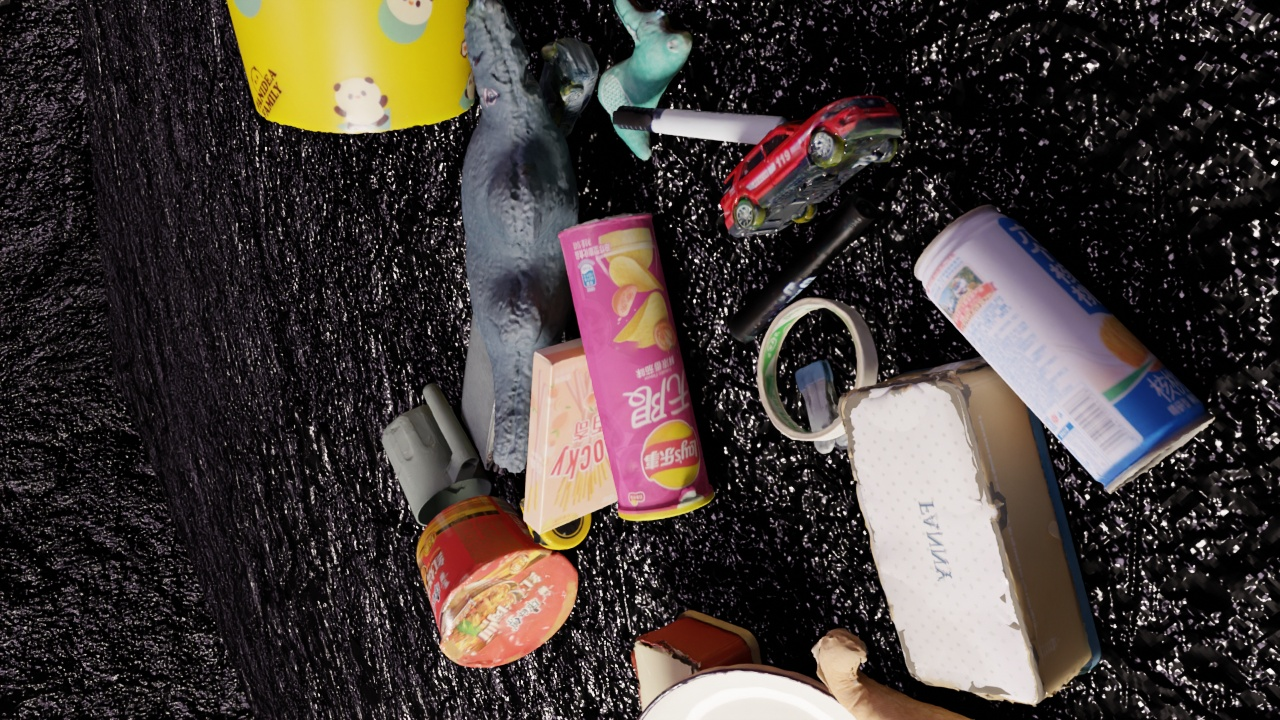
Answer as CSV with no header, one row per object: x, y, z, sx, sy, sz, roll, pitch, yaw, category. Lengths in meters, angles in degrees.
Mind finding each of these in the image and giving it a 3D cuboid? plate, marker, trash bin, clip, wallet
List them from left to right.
-0.228,-0.331,0.722,0.230,0.229,0.256,34,134,42,trash bin
-0.138,0.030,0.875,0.106,0.037,0.130,53,139,43,wallet
0.036,-0.147,0.573,0.131,0.022,0.018,16,119,36,marker
0.084,0.287,0.616,0.193,0.039,0.192,3,102,16,plate
0.094,-0.053,0.554,0.132,0.020,0.022,-49,48,48,marker
0.111,0.029,0.562,0.025,0.029,0.057,-28,74,48,clip

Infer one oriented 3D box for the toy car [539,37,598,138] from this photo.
-0.057,-0.202,0.686,0.043,0.034,0.091,61,156,11,toy car

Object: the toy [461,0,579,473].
-0.094,-0.093,0.699,0.137,0.091,0.357,-78,-10,-62,toy

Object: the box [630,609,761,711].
0.043,0.288,0.696,0.091,0.076,0.168,2,104,52,box

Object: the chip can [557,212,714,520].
-0.004,0.004,0.659,0.072,0.071,0.210,-8,96,53,chip can

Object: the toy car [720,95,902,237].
0.090,-0.109,0.511,0.121,0.052,0.045,-33,74,54,toy car

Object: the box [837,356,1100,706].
0.170,0.092,0.477,0.090,0.059,0.184,-11,96,54,box

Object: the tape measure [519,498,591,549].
-0.073,0.138,0.810,0.029,0.059,0.057,-16,95,54,tape measure

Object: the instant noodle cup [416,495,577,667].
-0.142,0.202,0.872,0.108,0.137,0.138,44,134,48,instant noodle cup

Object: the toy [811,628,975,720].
0.172,0.255,0.513,0.144,0.082,0.226,-19,84,37,toy

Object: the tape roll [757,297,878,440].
0.104,0.005,0.548,0.086,0.013,0.085,-8,80,53,tape roll

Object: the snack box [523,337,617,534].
-0.049,0.056,0.727,0.026,0.084,0.157,31,126,39,snack box

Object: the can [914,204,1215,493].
0.187,-0.008,0.419,0.134,0.053,0.053,55,139,25,can

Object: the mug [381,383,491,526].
-0.209,0.096,0.954,0.103,0.083,0.124,56,139,27,mug

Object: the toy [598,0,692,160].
0.000,-0.198,0.616,0.096,0.030,0.092,58,137,12,toy
